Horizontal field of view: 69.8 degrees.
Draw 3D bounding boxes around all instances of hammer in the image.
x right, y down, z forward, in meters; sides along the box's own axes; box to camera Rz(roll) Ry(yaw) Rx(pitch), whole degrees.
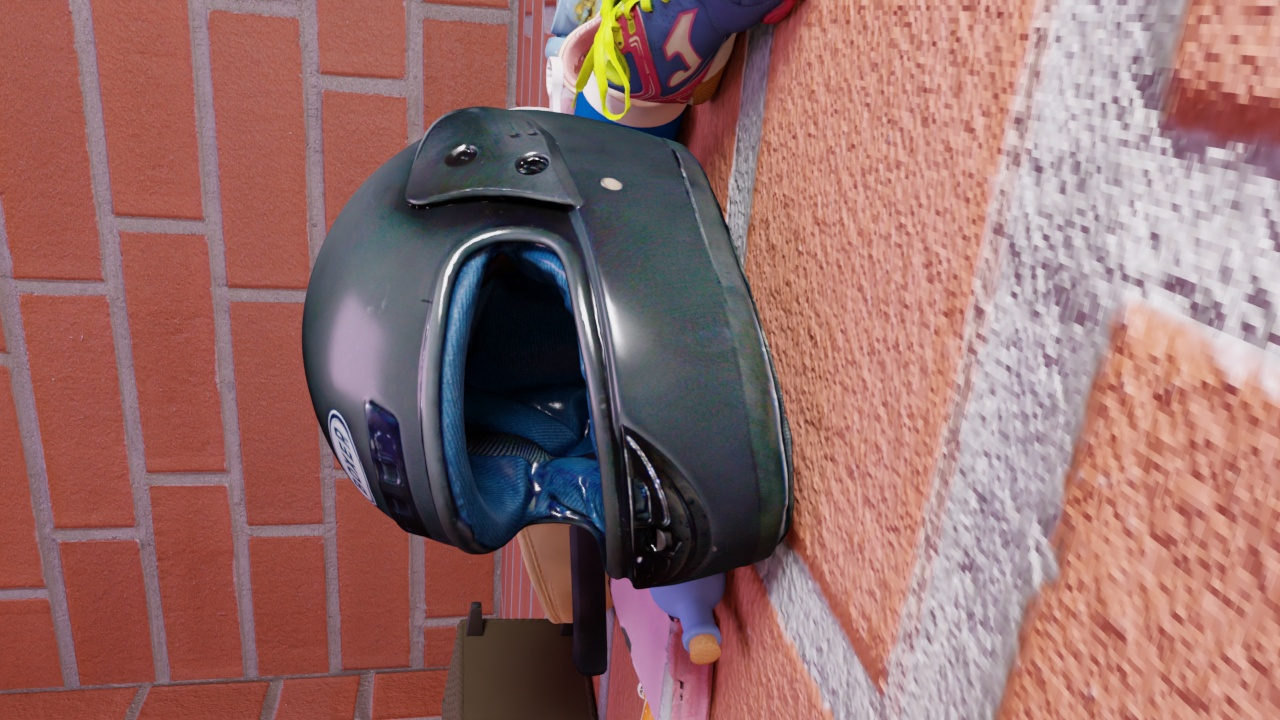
[{"bbox_3d":[-0.050,0.114,0.799,0.139,0.035,0.312,-172,80,-76],"label":"hammer"}]

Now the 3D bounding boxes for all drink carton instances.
[{"bbox_3d":[0.011,0.291,0.692,0.069,0.039,0.122,105,168,-49],"label":"drink carton"}]

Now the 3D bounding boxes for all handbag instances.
[{"bbox_3d":[-0.094,0.162,0.947,0.191,0.088,0.232,96,153,-60],"label":"handbag"}]

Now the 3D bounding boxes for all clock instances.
[{"bbox_3d":[-0.042,-0.324,0.830,0.118,0.060,0.161,125,158,-57],"label":"clock"}]

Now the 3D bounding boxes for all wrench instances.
[{"bbox_3d":[-0.069,-0.104,0.747,0.047,0.009,0.273,-140,49,-70],"label":"wrench"}]

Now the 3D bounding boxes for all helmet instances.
[{"bbox_3d":[-0.070,-0.003,0.530,0.315,0.236,0.249,-106,10,-48],"label":"helmet"}]

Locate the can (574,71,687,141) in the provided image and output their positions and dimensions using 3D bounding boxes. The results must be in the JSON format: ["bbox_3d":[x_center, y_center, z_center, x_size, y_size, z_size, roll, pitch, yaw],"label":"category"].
[{"bbox_3d":[-0.015,-0.167,0.709,0.146,0.079,0.078,111,157,-60],"label":"can"}]

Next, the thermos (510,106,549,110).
[{"bbox_3d":[-0.123,-0.143,0.875,0.222,0.131,0.131,157,113,-65],"label":"thermos"}]

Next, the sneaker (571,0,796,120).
[{"bbox_3d":[0.022,-0.199,0.498,0.242,0.091,0.116,154,119,-77],"label":"sneaker"}]

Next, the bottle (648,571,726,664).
[{"bbox_3d":[0.027,0.127,0.566,0.131,0.048,0.048,-105,19,-53],"label":"bottle"}]

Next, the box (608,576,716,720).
[{"bbox_3d":[0.008,0.180,0.686,0.233,0.037,0.098,-130,41,-73],"label":"box"}]

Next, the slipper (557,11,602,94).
[{"bbox_3d":[-0.026,-0.237,0.755,0.198,0.081,0.093,137,123,-70],"label":"slipper"}]

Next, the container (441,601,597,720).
[{"bbox_3d":[-0.138,0.449,1.068,0.320,0.176,0.205,-109,26,-59],"label":"container"}]

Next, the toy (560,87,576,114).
[{"bbox_3d":[-0.078,-0.227,0.993,0.139,0.101,0.179,-91,11,-87],"label":"toy"}]
